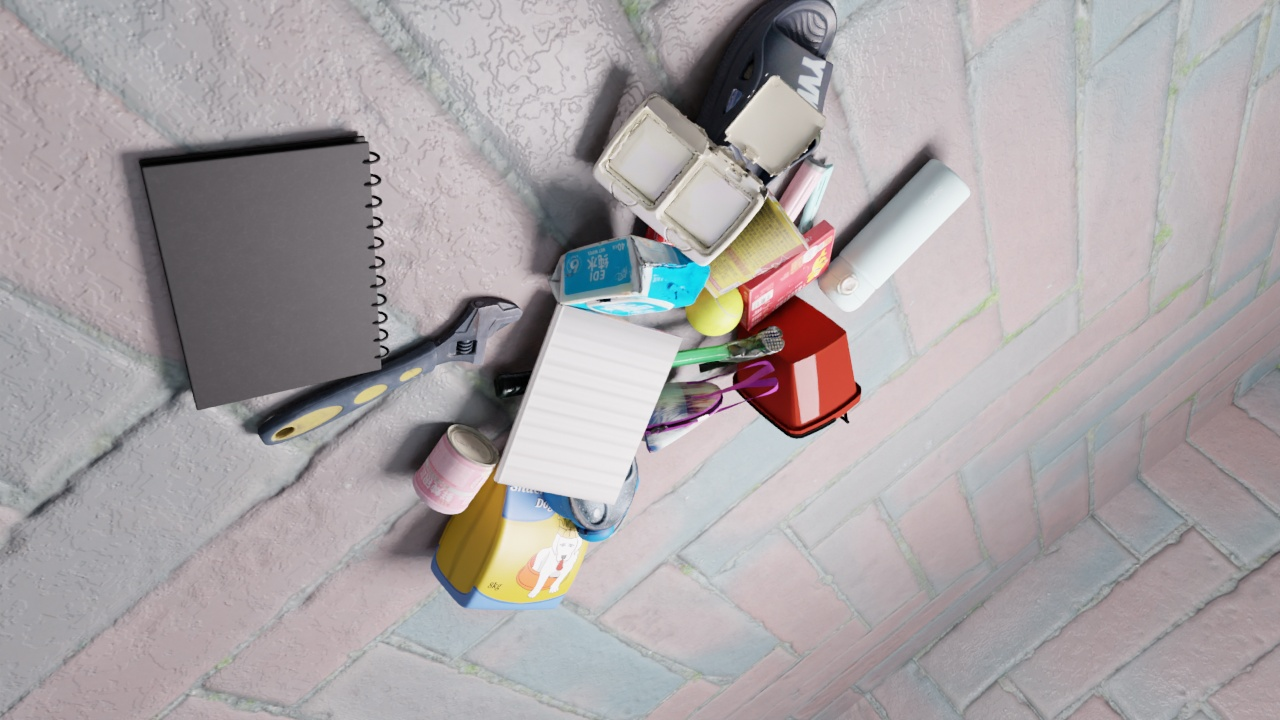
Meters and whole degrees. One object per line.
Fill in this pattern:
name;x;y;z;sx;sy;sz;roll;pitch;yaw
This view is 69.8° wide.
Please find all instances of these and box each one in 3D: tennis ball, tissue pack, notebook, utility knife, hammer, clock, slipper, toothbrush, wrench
tennis ball;0.083;-0.060;1.039;0.065;0.065;0.065;-22;140;-20
tissue pack;-0.012;-0.079;0.896;0.092;0.145;0.061;8;79;-44
notebook;-0.294;-0.068;0.754;0.168;0.019;0.232;-14;135;-27
utility knife;0.192;-0.160;1.070;0.022;0.015;0.159;-22;144;-31
hammer;-0.006;0.006;1.028;0.318;0.032;0.130;-9;175;-23
clock;-0.053;0.151;1.093;0.116;0.060;0.161;-57;133;-29
slipper;0.112;-0.217;0.866;0.110;0.083;0.268;18;106;-46
toothbrush;0.141;-0.131;1.047;0.026;0.027;0.223;-24;149;-58
notebook;-0.057;0.052;0.980;0.142;0.009;0.210;15;108;-23
wrench;-0.236;0.012;0.888;0.273;0.022;0.073;-27;141;-15

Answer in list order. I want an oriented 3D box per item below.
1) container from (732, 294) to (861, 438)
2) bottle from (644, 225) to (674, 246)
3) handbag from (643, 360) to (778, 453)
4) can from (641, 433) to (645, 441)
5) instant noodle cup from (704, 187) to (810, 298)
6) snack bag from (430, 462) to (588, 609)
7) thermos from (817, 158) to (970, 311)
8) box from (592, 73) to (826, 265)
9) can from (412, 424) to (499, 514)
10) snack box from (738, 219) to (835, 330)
container;0.200;0.030;1.164;0.127;0.148;0.201;-29;134;-17
bottle;0.022;-0.113;0.953;0.041;0.042;0.142;-11;135;-31
handbag;0.077;0.043;1.073;0.170;0.144;0.068;-19;103;2
can;-0.011;0.074;1.132;0.031;0.031;0.080;-44;143;8
instant noodle cup;0.107;-0.125;0.976;0.112;0.100;0.100;-37;144;12
snack bag;-0.136;0.193;1.111;0.158;0.102;0.205;17;103;-48
thermos;0.307;-0.150;1.129;0.207;0.065;0.077;-47;-178;11
box;0.046;-0.169;0.792;0.187;0.145;0.100;-47;-172;46
can;-0.200;0.118;0.993;0.067;0.067;0.076;17;116;-48
snack box;0.171;-0.099;1.080;0.132;0.021;0.089;-37;156;-14
